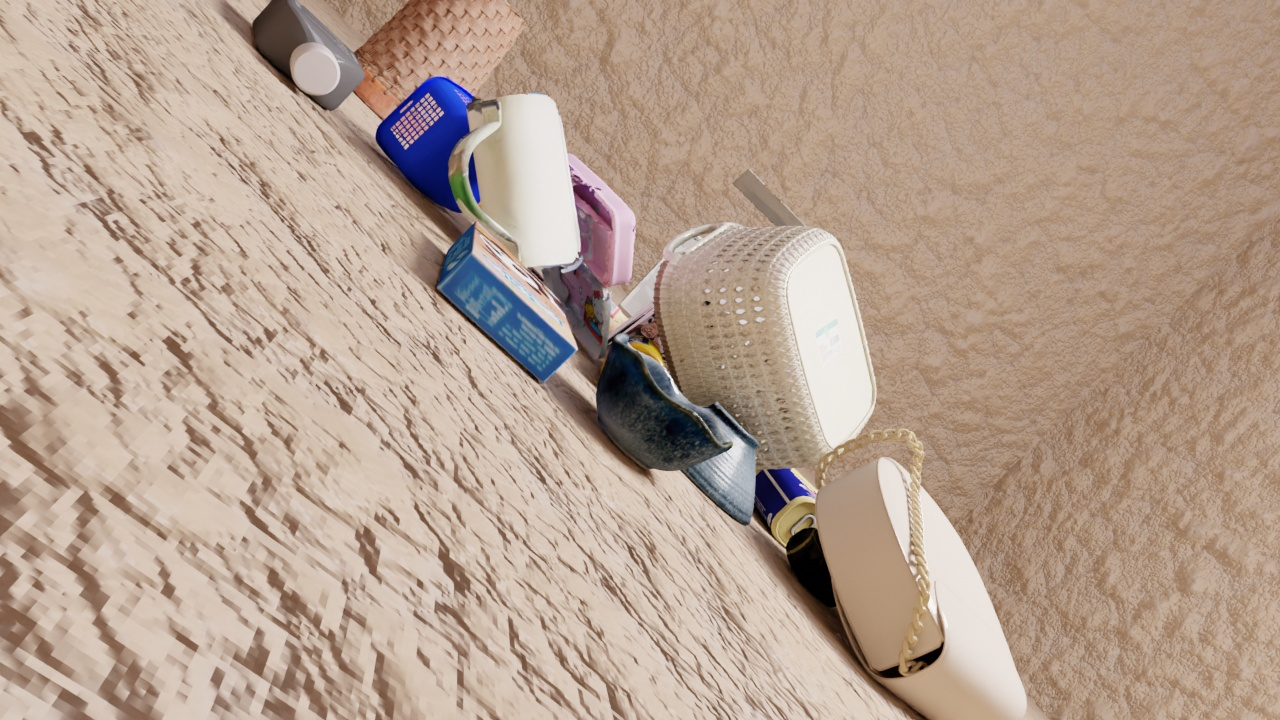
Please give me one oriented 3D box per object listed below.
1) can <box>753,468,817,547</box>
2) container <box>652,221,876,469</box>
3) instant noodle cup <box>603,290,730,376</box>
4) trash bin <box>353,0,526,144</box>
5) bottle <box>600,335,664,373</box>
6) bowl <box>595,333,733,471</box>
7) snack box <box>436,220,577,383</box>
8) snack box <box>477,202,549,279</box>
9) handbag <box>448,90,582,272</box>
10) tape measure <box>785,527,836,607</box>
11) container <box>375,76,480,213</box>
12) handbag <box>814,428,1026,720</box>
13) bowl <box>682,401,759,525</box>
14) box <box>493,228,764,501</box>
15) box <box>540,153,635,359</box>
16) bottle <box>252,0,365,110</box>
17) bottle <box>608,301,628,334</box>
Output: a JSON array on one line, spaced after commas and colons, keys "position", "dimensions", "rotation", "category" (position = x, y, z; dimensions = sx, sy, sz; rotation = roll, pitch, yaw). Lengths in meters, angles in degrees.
[{"position": [0.164, 0.161, 0.918], "dimensions": [0.116, 0.056, 0.092], "rotation": [43, 6, -19], "category": "can"}, {"position": [0.124, -0.012, 0.880], "dimensions": [0.143, 0.184, 0.246], "rotation": [-2, -65, 41], "category": "container"}, {"position": [0.037, -0.019, 0.987], "dimensions": [0.123, 0.122, 0.123], "rotation": [44, 4, -5], "category": "instant noodle cup"}, {"position": [-0.253, -0.386, 1.158], "dimensions": [0.151, 0.210, 0.151], "rotation": [45, 5, -5], "category": "trash bin"}, {"position": [-0.005, 0.005, 0.822], "dimensions": [0.053, 0.053, 0.186], "rotation": [45, 4, -3], "category": "bottle"}, {"position": [0.007, 0.037, 0.613], "dimensions": [0.110, 0.055, 0.110], "rotation": [44, 4, -4], "category": "bowl"}, {"position": [-0.089, -0.044, 0.611], "dimensions": [0.087, 0.034, 0.151], "rotation": [43, 4, -17], "category": "snack box"}, {"position": [-0.147, -0.160, 1.132], "dimensions": [0.143, 0.040, 0.148], "rotation": [44, 4, -5], "category": "snack box"}, {"position": [-0.102, -0.145, 0.760], "dimensions": [0.175, 0.074, 0.151], "rotation": [-20, 103, -74], "category": "handbag"}, {"position": [0.150, 0.174, 0.783], "dimensions": [0.061, 0.034, 0.061], "rotation": [51, 17, -2], "category": "tape measure"}, {"position": [-0.174, -0.192, 0.843], "dimensions": [0.058, 0.096, 0.114], "rotation": [53, 7, 27], "category": "container"}, {"position": [0.232, 0.184, 0.750], "dimensions": [0.210, 0.103, 0.208], "rotation": [42, 27, -35], "category": "handbag"}, {"position": [0.065, 0.074, 0.800], "dimensions": [0.137, 0.057, 0.137], "rotation": [44, 4, -4], "category": "bowl"}, {"position": [-0.018, 0.016, 1.337], "dimensions": [0.167, 0.424, 0.173], "rotation": [44, 40, -5], "category": "box"}, {"position": [-0.057, -0.107, 0.896], "dimensions": [0.201, 0.038, 0.153], "rotation": [-127, -145, -54], "category": "box"}, {"position": [-0.281, -0.260, 0.780], "dimensions": [0.083, 0.046, 0.174], "rotation": [42, 5, -34], "category": "bottle"}, {"position": [-0.056, -0.065, 1.094], "dimensions": [0.109, 0.044, 0.044], "rotation": [45, 4, -6], "category": "bottle"}]
